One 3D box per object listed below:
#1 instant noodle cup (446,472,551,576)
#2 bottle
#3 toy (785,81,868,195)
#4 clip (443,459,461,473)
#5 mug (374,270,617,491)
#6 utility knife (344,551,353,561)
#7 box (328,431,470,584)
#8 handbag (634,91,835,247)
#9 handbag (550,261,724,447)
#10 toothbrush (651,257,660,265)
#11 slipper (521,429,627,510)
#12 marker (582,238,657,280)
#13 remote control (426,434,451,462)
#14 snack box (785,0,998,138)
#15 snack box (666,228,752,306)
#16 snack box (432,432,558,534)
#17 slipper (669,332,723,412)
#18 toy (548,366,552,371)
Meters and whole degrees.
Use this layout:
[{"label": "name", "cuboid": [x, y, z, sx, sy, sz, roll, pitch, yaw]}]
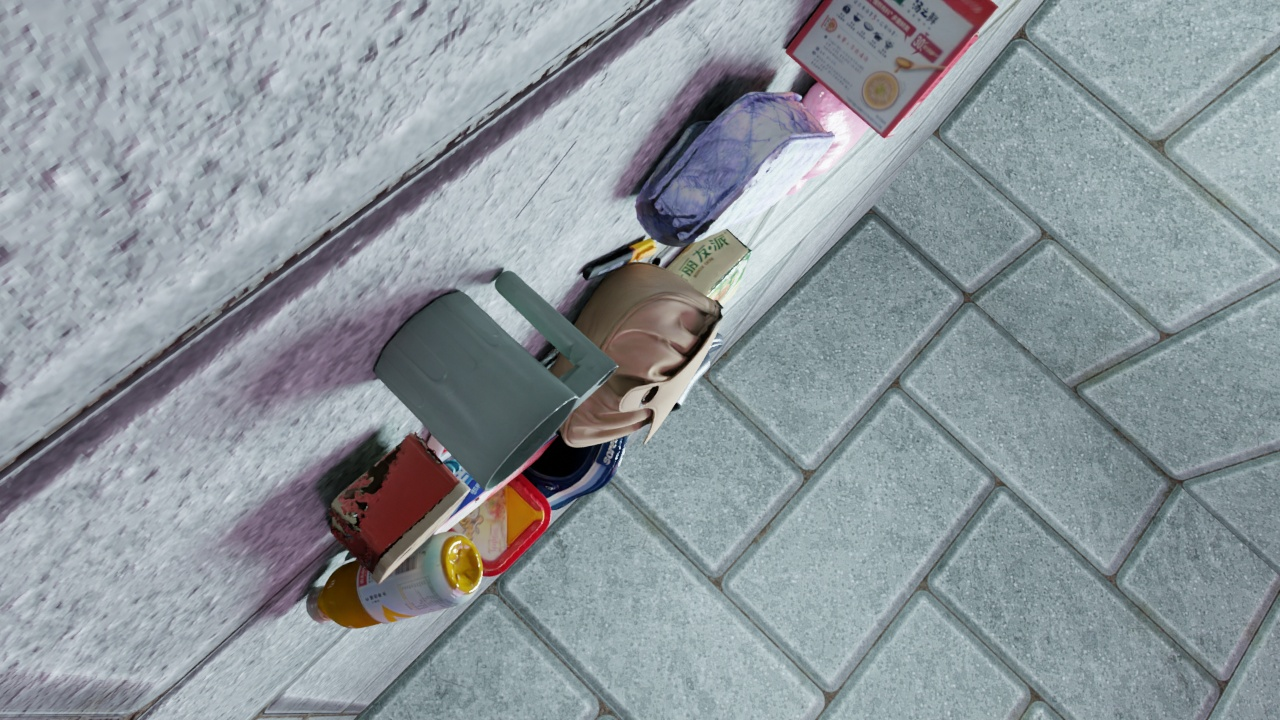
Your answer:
[{"label": "instant noodle cup", "cuboid": [-0.179, 0.178, 1.086, 0.116, 0.116, 0.124, -45, -175, -9]}, {"label": "bottle", "cuboid": [-0.237, 0.212, 0.864, 0.190, 0.068, 0.067, -20, -175, 26]}, {"label": "toy", "cuboid": [0.202, -0.260, 0.957, 0.195, 0.074, 0.178, -50, 170, 8]}, {"label": "clip", "cuboid": [-0.191, 0.104, 0.859, 0.056, 0.013, 0.038, -16, -168, 36]}, {"label": "mug", "cuboid": [-0.092, 0.007, 0.595, 0.123, 0.103, 0.084, -43, 173, -30]}, {"label": "utility knife", "cuboid": [-0.259, 0.175, 0.938, 0.031, 0.018, 0.151, -45, 172, 10]}, {"label": "box", "cuboid": [-0.203, 0.118, 0.737, 0.091, 0.079, 0.169, -44, 179, -25]}, {"label": "handbag", "cuboid": [0.083, -0.165, 0.782, 0.134, 0.075, 0.193, -45, 173, 27]}, {"label": "handbag", "cuboid": [-0.006, 0.005, 0.926, 0.147, 0.099, 0.205, 1, 132, -37]}, {"label": "toothbrush", "cuboid": [-0.026, -0.051, 1.041, 0.016, 0.014, 0.190, -21, 157, -46]}, {"label": "slipper", "cuboid": [-0.103, 0.114, 1.094, 0.253, 0.095, 0.105, -19, -135, 61]}, {"label": "marker", "cuboid": [-0.018, -0.092, 0.840, 0.018, 0.015, 0.123, -56, 168, 32]}, {"label": "remote control", "cuboid": [-0.156, 0.049, 0.804, 0.055, 0.020, 0.136, -42, 172, -40]}, {"label": "snack box", "cuboid": [0.202, -0.265, 0.741, 0.127, 0.113, 0.044, -50, 171, 29]}, {"label": "snack box", "cuboid": [0.075, -0.093, 1.198, 0.114, 0.063, 0.240, -46, 173, -5]}, {"label": "snack box", "cuboid": [-0.172, 0.117, 0.954, 0.058, 0.057, 0.206, -48, 174, 38]}, {"label": "slipper", "cuboid": [0.005, 0.041, 1.211, 0.267, 0.083, 0.111, -23, 175, -30]}, {"label": "toy", "cuboid": [-0.046, 0.001, 1.011, 0.157, 0.066, 0.105, -31, 152, -21]}]
